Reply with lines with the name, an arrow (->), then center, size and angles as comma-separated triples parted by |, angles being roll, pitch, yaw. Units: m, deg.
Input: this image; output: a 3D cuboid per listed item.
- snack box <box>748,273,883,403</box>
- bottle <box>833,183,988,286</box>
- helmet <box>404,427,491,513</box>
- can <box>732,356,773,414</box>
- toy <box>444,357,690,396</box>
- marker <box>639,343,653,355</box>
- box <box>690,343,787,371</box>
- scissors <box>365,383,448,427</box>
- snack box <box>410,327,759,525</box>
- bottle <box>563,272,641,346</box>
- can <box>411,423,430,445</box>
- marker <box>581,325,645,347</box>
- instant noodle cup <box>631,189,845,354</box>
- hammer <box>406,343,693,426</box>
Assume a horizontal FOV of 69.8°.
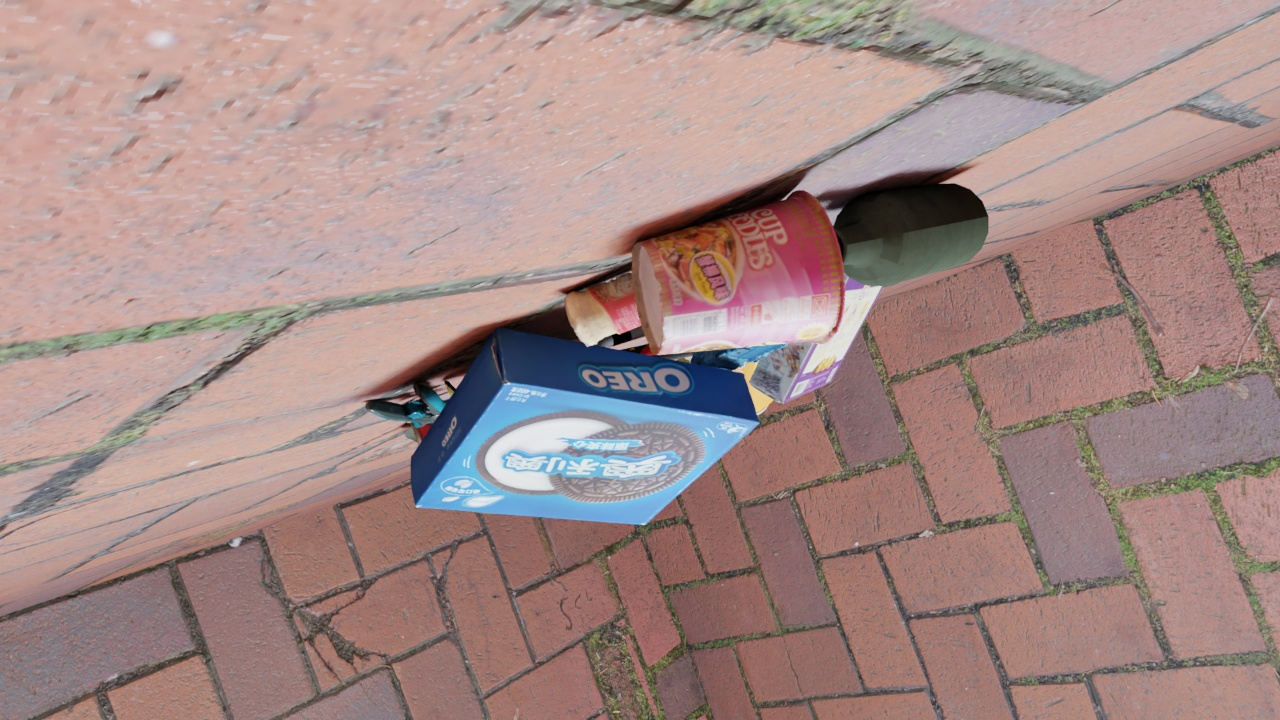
snack box -> 0.178, -0.039, 0.880 | 0.143, 0.040, 0.148 | -13, 132, -59
bottle -> 0.196, -0.096, 0.704 | 0.072, 0.071, 0.206 | -24, 175, 43
helmet -> -0.174, 0.122, 1.208 | 0.267, 0.153, 0.228 | 1, 162, -45
can -> 0.114, -0.011, 0.948 | 0.079, 0.079, 0.143 | -19, 142, -21
toy -> -0.064, 0.043, 0.865 | 0.213, 0.083, 0.149 | 14, 140, -36
marker -> -0.005, 0.005, 0.927 | 0.012, 0.013, 0.143 | -16, 154, -50
box -> 0.050, -0.046, 0.766 | 0.102, 0.094, 0.232 | 10, 172, -8
scissors -> -0.207, 0.047, 0.868 | 0.153, 0.019, 0.128 | -7, 160, -40
snack box -> -0.051, 0.067, 0.781 | 0.238, 0.056, 0.196 | 10, 140, -31
bottle -> 0.004, -0.045, 0.633 | 0.109, 0.044, 0.044 | -20, 176, 8
can -> -0.177, 0.067, 1.071 | 0.170, 0.067, 0.067 | -20, 176, -12
marker -> 0.002, -0.033, 0.982 | 0.140, 0.016, 0.016 | -18, 176, -31
instant noodle cup -> 0.055, -0.048, 0.563 | 0.108, 0.097, 0.098 | -11, 174, -12
hammer -> -0.091, 0.022, 0.967 | 0.320, 0.036, 0.123 | -14, 171, 0
